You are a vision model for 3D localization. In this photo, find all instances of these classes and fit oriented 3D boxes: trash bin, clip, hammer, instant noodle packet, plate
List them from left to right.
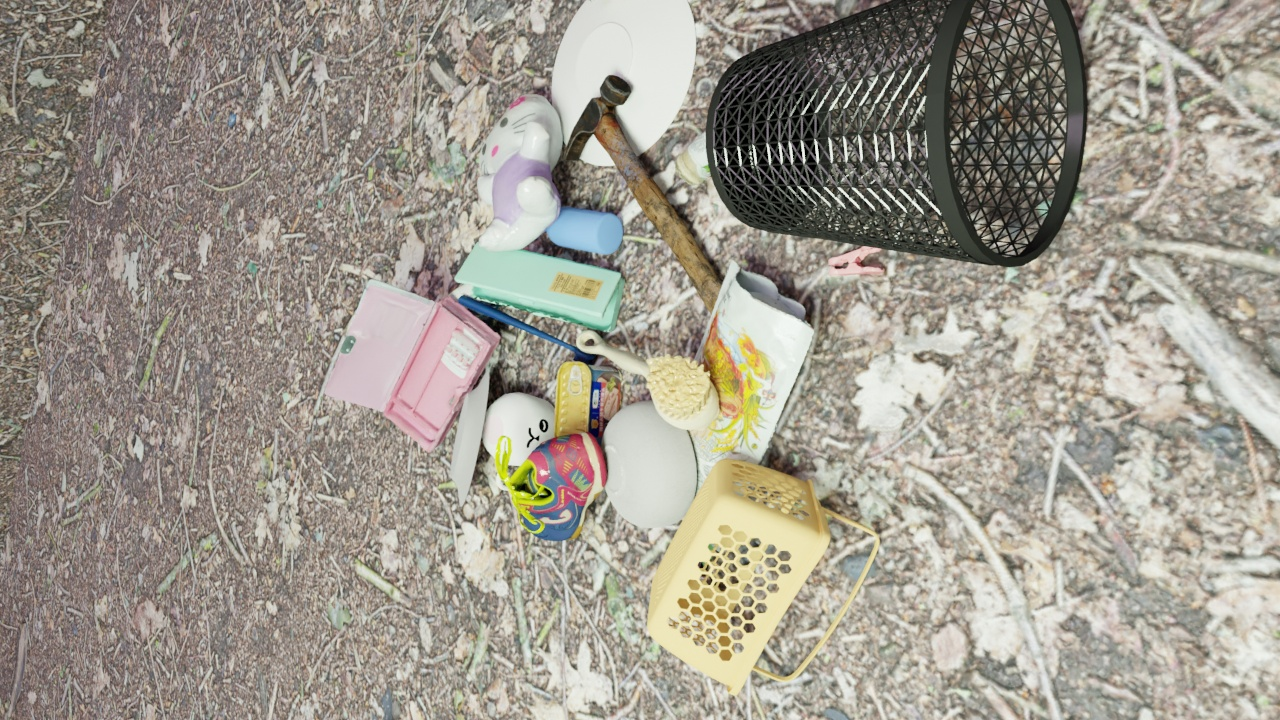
[{"bbox_3d":[-0.218,0.096,1.150,0.173,0.019,0.173,-169,91,-76],"label":"plate"},{"bbox_3d":[-0.034,-0.346,1.077,0.230,0.030,0.229,-4,85,41],"label":"plate"},{"bbox_3d":[0.019,-0.154,1.005,0.120,0.033,0.330,-51,61,41],"label":"hammer"},{"bbox_3d":[0.079,0.048,0.920,0.147,0.057,0.270,48,127,43],"label":"instant noodle packet"},{"bbox_3d":[0.201,-0.096,0.861,0.058,0.022,0.035,-7,86,42],"label":"clip"},{"bbox_3d":[0.197,-0.189,0.758,0.244,0.216,0.217,9,93,48],"label":"trash bin"}]

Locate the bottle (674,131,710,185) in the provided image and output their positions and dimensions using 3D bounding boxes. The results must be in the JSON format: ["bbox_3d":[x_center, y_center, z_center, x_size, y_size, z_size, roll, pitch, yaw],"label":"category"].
[{"bbox_3d":[0.084,-0.229,0.958,0.110,0.042,0.042,-37,64,33],"label":"bottle"}]

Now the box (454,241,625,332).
[{"bbox_3d":[-0.118,-0.089,1.056,0.189,0.079,0.077,16,96,16],"label":"box"}]

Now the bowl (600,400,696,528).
[{"bbox_3d":[-0.002,0.111,0.964,0.132,0.064,0.132,20,113,60],"label":"bowl"}]

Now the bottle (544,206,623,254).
[{"bbox_3d":[-0.082,-0.158,1.094,0.131,0.048,0.048,16,97,41],"label":"bottle"}]

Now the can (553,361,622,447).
[{"bbox_3d":[-0.059,0.052,1.052,0.054,0.059,0.100,3,89,41],"label":"can"}]

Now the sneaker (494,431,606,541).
[{"bbox_3d":[-0.116,0.145,1.026,0.116,0.091,0.242,67,153,20],"label":"sneaker"}]

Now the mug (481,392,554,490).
[{"bbox_3d":[-0.152,0.101,1.118,0.090,0.076,0.124,16,97,41],"label":"mug"}]

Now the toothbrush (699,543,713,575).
[{"bbox_3d":[0.093,0.141,0.943,0.014,0.017,0.188,37,112,46],"label":"toothbrush"}]

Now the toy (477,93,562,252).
[{"bbox_3d":[-0.138,-0.226,1.096,0.138,0.085,0.209,-47,35,34],"label":"toy"}]

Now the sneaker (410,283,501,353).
[{"bbox_3d":[-0.219,-0.061,1.203,0.236,0.087,0.079,-32,101,32],"label":"sneaker"}]

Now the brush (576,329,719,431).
[{"bbox_3d":[-0.006,0.006,0.965,0.272,0.062,0.077,29,149,58],"label":"brush"}]

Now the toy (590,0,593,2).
[{"bbox_3d":[-0.021,-0.458,1.055,0.113,0.050,0.087,-14,48,37],"label":"toy"}]

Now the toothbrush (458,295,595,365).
[{"bbox_3d":[-0.139,-0.036,1.110,0.190,0.016,0.017,25,113,15],"label":"toothbrush"}]

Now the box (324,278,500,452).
[{"bbox_3d":[-0.298,0.003,1.194,0.234,0.180,0.055,-52,12,38],"label":"box"}]

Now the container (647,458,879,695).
[{"bbox_3d":[0.114,0.203,0.858,0.167,0.129,0.184,24,108,-3],"label":"container"}]
